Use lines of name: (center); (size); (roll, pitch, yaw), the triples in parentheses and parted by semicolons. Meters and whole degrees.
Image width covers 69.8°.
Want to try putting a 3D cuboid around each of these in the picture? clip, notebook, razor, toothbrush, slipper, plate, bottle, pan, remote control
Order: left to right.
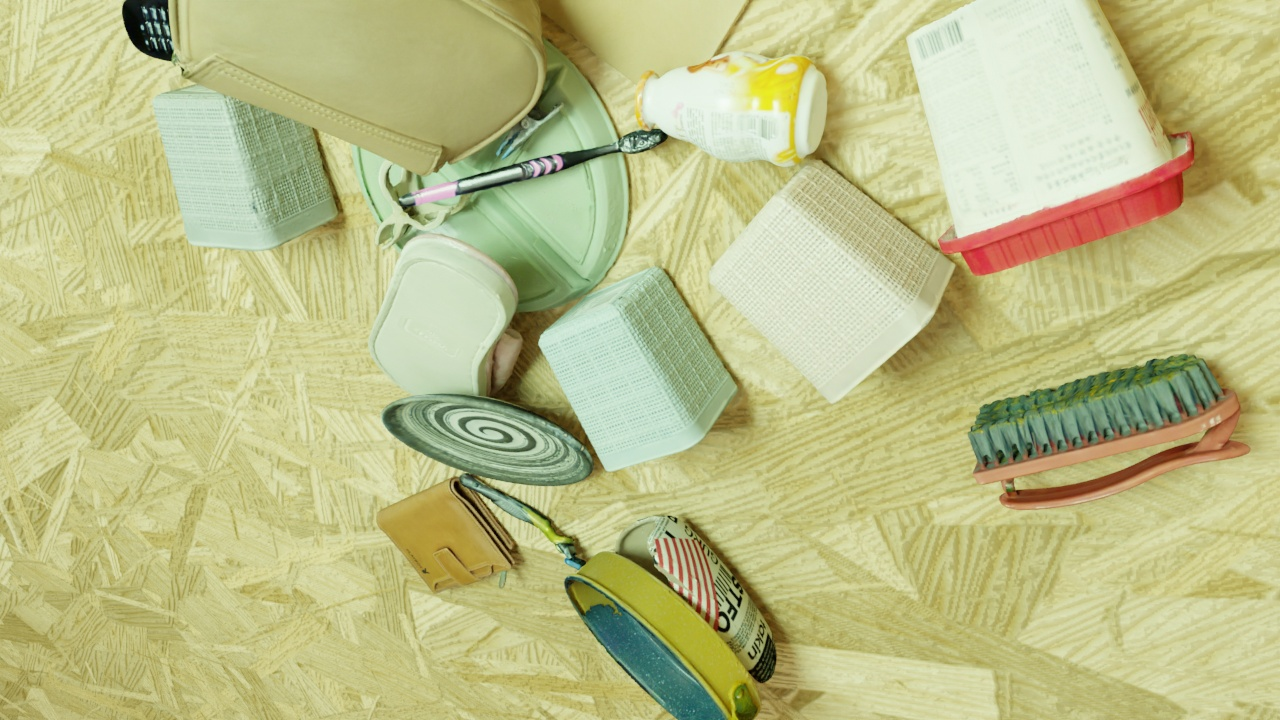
remote control: (-0.337, -0.252, 0.701); (0.136, 0.024, 0.053); (13, 124, 18)
clip: (-0.168, -0.121, 0.659); (0.100, 0.035, 0.098); (0, 125, 36)
slipper: (-0.145, -0.027, 0.698); (0.114, 0.054, 0.275); (28, 153, -5)
plate: (-0.116, -0.133, 0.663); (0.230, 0.027, 0.231); (14, 125, 20)
plate: (-0.123, 0.062, 0.759); (0.179, 0.024, 0.180); (11, 155, 5)
razor: (-0.107, 0.143, 0.845); (0.143, 0.022, 0.043); (34, 174, 8)
toothbrush: (-0.074, -0.125, 0.602); (0.189, 0.017, 0.014); (-12, 106, 12)
clip: (-0.072, -0.152, 0.595); (0.028, 0.024, 0.057); (43, 123, -8)
notebook: (-0.026, -0.265, 0.539); (0.211, 0.012, 0.150); (37, 131, 1)
pan: (0.057, 0.277, 0.718); (0.358, 0.078, 0.198); (22, 147, 45)
bottle: (0.052, -0.149, 0.540); (0.108, 0.063, 0.063); (10, 125, 21)

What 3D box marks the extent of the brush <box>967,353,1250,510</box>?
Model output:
brush: (0.278, 0.046, 0.553); (0.146, 0.063, 0.069); (-21, 97, 34)

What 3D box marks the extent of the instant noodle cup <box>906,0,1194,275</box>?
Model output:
instant noodle cup: (0.198, -0.122, 0.459); (0.117, 0.116, 0.124); (-19, 99, 35)

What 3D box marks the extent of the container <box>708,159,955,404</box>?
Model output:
container: (0.114, -0.052, 0.558); (0.111, 0.090, 0.090); (42, 130, 1)

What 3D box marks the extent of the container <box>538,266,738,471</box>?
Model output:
container: (-0.004, 0.004, 0.657); (0.090, 0.089, 0.111); (-21, 106, 36)

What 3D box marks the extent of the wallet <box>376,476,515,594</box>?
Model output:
wallet: (-0.188, 0.178, 0.906); (0.131, 0.035, 0.119); (-27, 100, 38)

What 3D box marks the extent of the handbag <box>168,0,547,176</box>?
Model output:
handbag: (-0.160, -0.195, 0.527); (0.204, 0.099, 0.148); (19, 138, -35)

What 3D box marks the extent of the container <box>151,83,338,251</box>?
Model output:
container: (-0.305, -0.155, 0.708); (0.090, 0.090, 0.114); (8, 121, 23)

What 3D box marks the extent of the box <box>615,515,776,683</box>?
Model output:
box: (0.044, 0.204, 0.769); (0.086, 0.075, 0.162); (-34, 103, 33)
